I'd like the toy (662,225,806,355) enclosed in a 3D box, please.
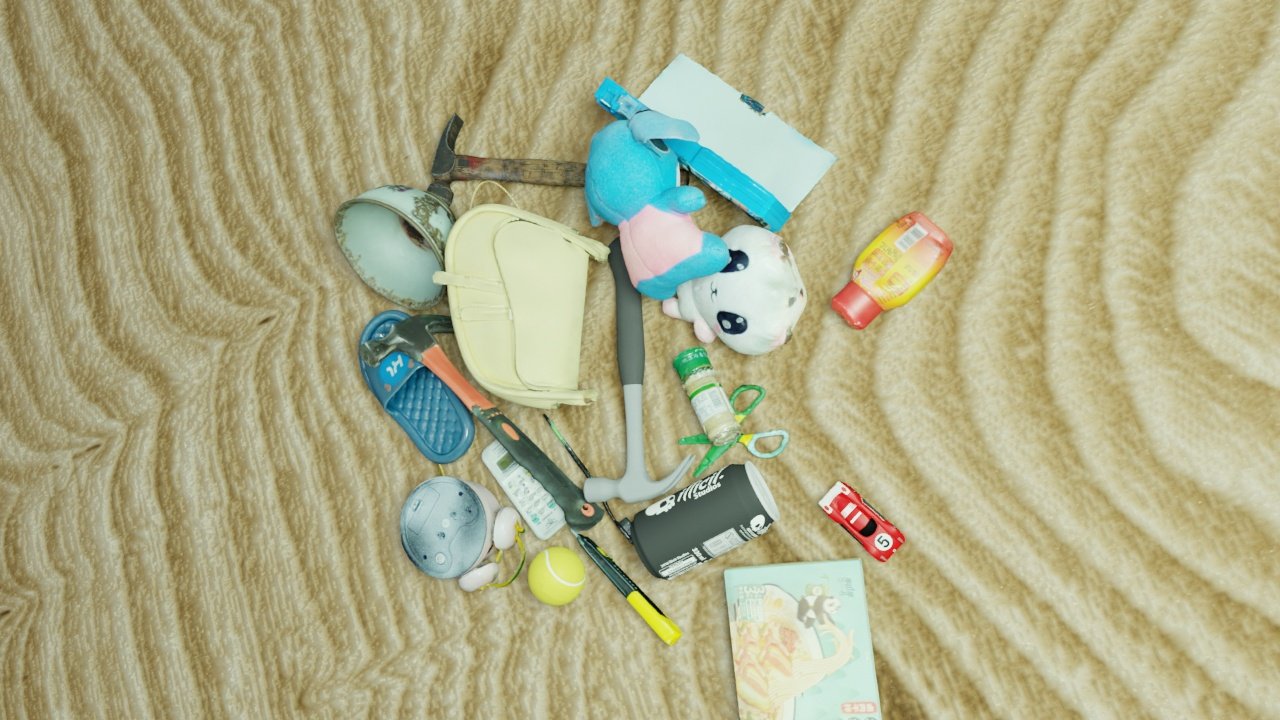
[{"bbox_3d":[0.098,-0.077,1.004,0.180,0.101,0.139,2,97,37],"label":"toy"}]

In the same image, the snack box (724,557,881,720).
[{"bbox_3d":[0.169,0.308,0.953,0.142,0.044,0.193,-8,80,15],"label":"snack box"}]

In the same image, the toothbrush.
[{"bbox_3d":[-0.058,0.134,1.065,0.017,0.014,0.188,-36,74,-3],"label":"toothbrush"}]

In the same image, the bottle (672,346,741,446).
[{"bbox_3d":[0.074,0.040,1.011,0.043,0.042,0.110,-29,68,12],"label":"bottle"}]

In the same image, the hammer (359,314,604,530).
[{"bbox_3d":[-0.169,0.072,1.070,0.333,0.132,0.033,45,137,10],"label":"hammer"}]

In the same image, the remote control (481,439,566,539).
[{"bbox_3d":[-0.134,0.147,1.082,0.050,0.022,0.133,-42,73,10],"label":"remote control"}]

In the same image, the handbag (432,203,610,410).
[{"bbox_3d":[-0.135,-0.061,1.047,0.191,0.088,0.232,2,79,6],"label":"handbag"}]

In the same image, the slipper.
[{"bbox_3d":[-0.283,0.035,1.126,0.104,0.059,0.213,-38,75,12],"label":"slipper"}]

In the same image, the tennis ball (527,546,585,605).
[{"bbox_3d":[-0.094,0.243,1.034,0.065,0.065,0.065,-2,82,17],"label":"tennis ball"}]

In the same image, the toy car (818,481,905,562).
[{"bbox_3d":[0.232,0.169,0.960,0.089,0.025,0.038,43,97,18],"label":"toy car"}]

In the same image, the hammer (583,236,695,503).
[{"bbox_3d":[-0.007,0.006,1.050,0.125,0.029,0.310,-6,78,15],"label":"hammer"}]

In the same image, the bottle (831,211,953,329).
[{"bbox_3d":[0.263,-0.091,0.971,0.134,0.048,0.071,-45,72,8],"label":"bottle"}]

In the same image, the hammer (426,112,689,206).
[{"bbox_3d":[-0.100,-0.235,1.113,0.331,0.033,0.120,8,78,17],"label":"hammer"}]

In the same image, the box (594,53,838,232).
[{"bbox_3d":[0.085,-0.258,1.022,0.243,0.114,0.114,40,101,18],"label":"box"}]

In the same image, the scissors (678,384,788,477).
[{"bbox_3d":[0.106,0.090,1.018,0.112,0.012,0.131,41,97,21],"label":"scissors"}]

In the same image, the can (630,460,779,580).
[{"bbox_3d":[0.068,0.171,0.983,0.146,0.080,0.080,-29,75,12],"label":"can"}]

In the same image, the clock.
[{"bbox_3d":[-0.204,0.203,1.076,0.158,0.058,0.117,30,97,19],"label":"clock"}]

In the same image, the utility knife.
[{"bbox_3d":[-0.019,0.249,1.029,0.174,0.029,0.020,43,92,17],"label":"utility knife"}]

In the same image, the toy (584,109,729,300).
[{"bbox_3d":[0.002,-0.157,0.979,0.098,0.225,0.191,-25,87,-32],"label":"toy"}]

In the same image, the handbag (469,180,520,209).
[{"bbox_3d":[-0.172,-0.144,1.132,0.084,0.027,0.178,-21,73,13],"label":"handbag"}]

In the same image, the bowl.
[{"bbox_3d":[-0.278,-0.152,1.118,0.160,0.160,0.093,19,49,19],"label":"bowl"}]
